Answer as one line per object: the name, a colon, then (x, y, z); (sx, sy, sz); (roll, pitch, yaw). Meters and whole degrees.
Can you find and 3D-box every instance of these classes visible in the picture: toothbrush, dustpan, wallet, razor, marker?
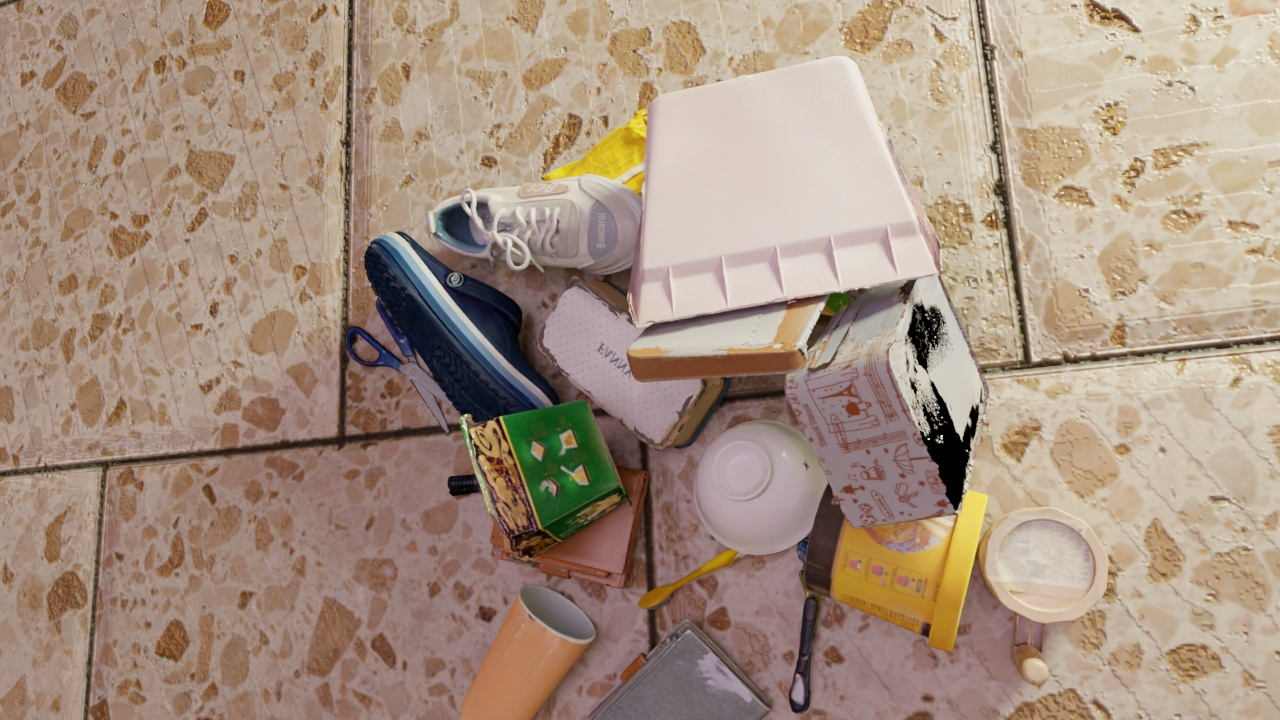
toothbrush: (0.082, 0.169, 0.790); (0.191, 0.018, 0.016); (-31, 51, 10)
dustpan: (0.108, -0.129, 0.745); (0.223, 0.139, 0.273); (-7, 66, 11)
wallet: (-0.065, 0.140, 0.823); (0.132, 0.031, 0.107); (8, 81, 19)
razor: (0.139, 0.219, 0.755); (0.043, 0.022, 0.142); (8, 83, 23)
marker: (-0.125, 0.115, 0.875); (0.131, 0.018, 0.022); (-6, 64, 20)
wallet: (0.028, 0.295, 0.774); (0.106, 0.037, 0.130); (45, 98, 11)

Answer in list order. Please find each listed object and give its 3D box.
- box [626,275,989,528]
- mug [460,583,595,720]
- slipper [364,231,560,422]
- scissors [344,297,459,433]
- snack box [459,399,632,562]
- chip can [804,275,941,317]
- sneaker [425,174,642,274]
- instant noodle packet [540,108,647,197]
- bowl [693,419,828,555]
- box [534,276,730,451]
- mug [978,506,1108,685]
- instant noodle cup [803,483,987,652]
box: (0.135, 0.021, 0.685); (0.227, 0.179, 0.157); (-2, 118, 26)
mug: (-0.104, 0.271, 0.810); (0.078, 0.078, 0.123); (35, 98, 23)
slipper: (-0.163, -0.027, 0.881); (0.095, 0.105, 0.253); (-37, 78, -29)
scissors: (-0.246, 0.010, 0.944); (0.141, 0.012, 0.171); (-15, 76, 15)
snack box: (-0.074, 0.092, 0.770); (0.105, 0.118, 0.117); (-22, 72, -3)
chip can: (0.140, -0.075, 0.784); (0.221, 0.072, 0.072); (9, 83, 21)
sneaker: (-0.100, -0.126, 0.839); (0.243, 0.090, 0.089); (9, 103, 36)
instant noodle packet: (-0.025, -0.162, 0.878); (0.128, 0.044, 0.110); (-30, 73, 15)
bowl: (0.091, 0.098, 0.764); (0.118, 0.064, 0.118); (-8, 69, 20)
box: (-0.005, 0.005, 0.824); (0.184, 0.059, 0.090); (41, 108, 20)
mug: (0.287, 0.167, 0.665); (0.084, 0.103, 0.124); (7, 82, 21)
instant noodle cup: (0.192, 0.146, 0.697); (0.114, 0.118, 0.118); (12, 84, 23)
